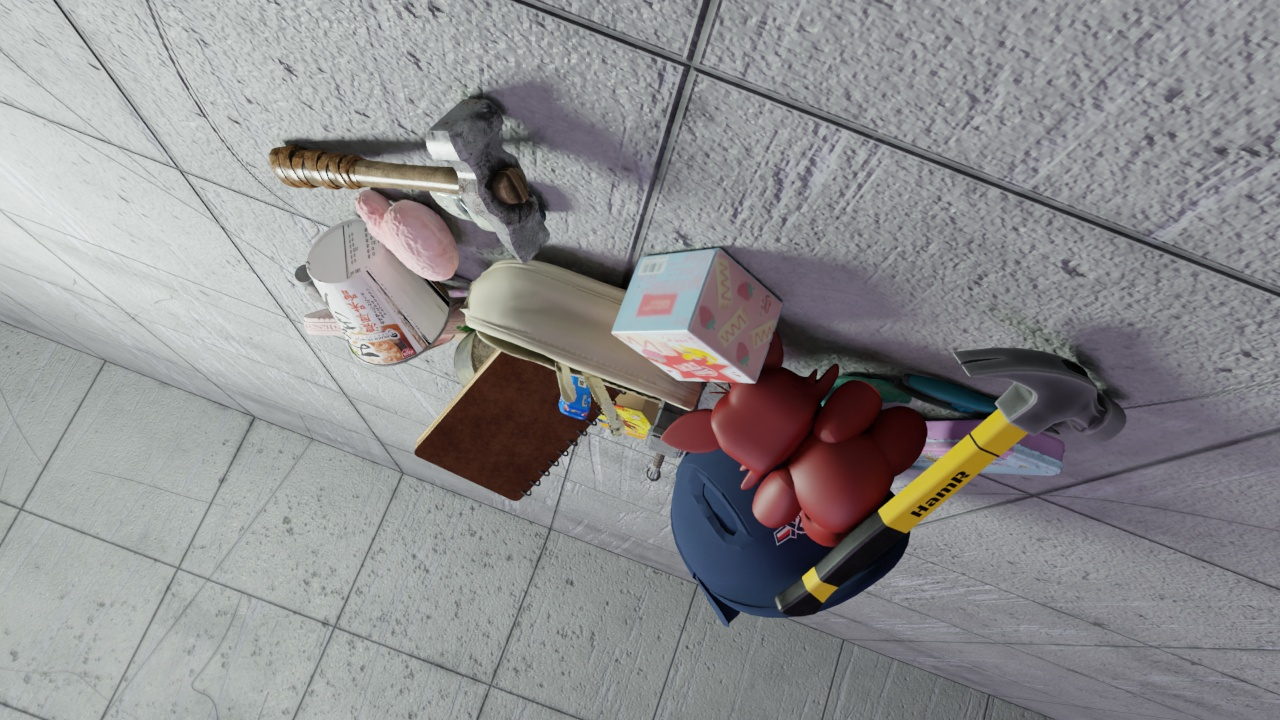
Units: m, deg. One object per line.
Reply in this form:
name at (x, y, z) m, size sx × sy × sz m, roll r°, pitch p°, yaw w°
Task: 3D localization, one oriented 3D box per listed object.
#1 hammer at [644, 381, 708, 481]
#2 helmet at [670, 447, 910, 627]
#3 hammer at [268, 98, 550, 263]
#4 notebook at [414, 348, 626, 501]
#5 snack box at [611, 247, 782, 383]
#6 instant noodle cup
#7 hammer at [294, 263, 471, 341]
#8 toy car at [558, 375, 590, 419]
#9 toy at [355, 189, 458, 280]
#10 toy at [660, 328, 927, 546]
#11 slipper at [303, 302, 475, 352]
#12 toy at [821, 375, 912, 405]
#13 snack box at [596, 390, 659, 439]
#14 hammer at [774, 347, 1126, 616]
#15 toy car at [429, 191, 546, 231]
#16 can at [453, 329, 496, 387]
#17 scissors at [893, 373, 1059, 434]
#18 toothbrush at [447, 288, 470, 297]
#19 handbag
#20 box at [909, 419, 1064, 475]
hammer at (0.030, 0.100, 1.113) m, size 0.044 × 0.098 × 0.323 m, roll 20°, pitch 158°, yaw 3°
helmet at (0.152, 0.160, 0.977) m, size 0.272 × 0.232 × 0.223 m, roll 39°, pitch 152°, yaw 52°
hammer at (-0.207, -0.150, 0.749) m, size 0.319 × 0.048 × 0.121 m, roll 13°, pitch 143°, yaw 38°
notebook at (-0.128, 0.057, 1.057) m, size 0.167 × 0.226 × 0.024 m, roll 33°, pitch -162°, yaw -36°
snack box at (0.048, -0.035, 0.770) m, size 0.093 × 0.079 × 0.094 m, roll 1°, pitch 154°, yaw 47°
instant noodle cup at (-0.281, -0.077, 0.965) m, size 0.124 × 0.123 × 0.122 m, roll 13°, pitch 152°, yaw 23°
hammer at (-0.277, -0.050, 1.185) m, size 0.331 × 0.030 × 0.119 m, roll 15°, pitch 162°, yaw 8°
toy car at (-0.058, 0.023, 0.942) m, size 0.033 × 0.091 × 0.062 m, roll 19°, pitch 137°, yaw -16°
toy at (-0.222, -0.121, 0.869) m, size 0.105 × 0.053 × 0.108 m, roll 28°, pitch 164°, yaw 14°
toy at (0.141, 0.069, 0.826) m, size 0.197 × 0.159 × 0.120 m, roll 36°, pitch -161°, yaw 4°
slipper at (-0.299, -0.030, 1.090) m, size 0.240 × 0.064 × 0.094 m, roll 2°, pitch -163°, yaw 27°
toy at (0.209, 0.041, 0.891) m, size 0.085 × 0.033 × 0.105 m, roll 16°, pitch 155°, yaw 5°
snack box at (-0.017, 0.059, 1.175) m, size 0.088 × 0.040 × 0.126 m, roll 14°, pitch 161°, yaw 21°
hammer at (0.224, 0.112, 0.748) m, size 0.169 × 0.034 × 0.325 m, roll 24°, pitch 121°, yaw -31°
toy car at (-0.131, -0.130, 0.769) m, size 0.105 × 0.033 × 0.048 m, roll 14°, pitch 163°, yaw 22°
can at (-0.169, 0.000, 1.090) m, size 0.090 × 0.089 × 0.075 m, roll 27°, pitch 161°, yaw -20°
scissors at (0.298, 0.043, 0.823) m, size 0.136 × 0.019 × 0.138 m, roll 32°, pitch 158°, yaw -37°
toothbrush at (-0.178, -0.076, 1.002) m, size 0.155 × 0.015 × 0.022 m, roll 2°, pitch 127°, yaw 42°
handbag at (-0.060, -0.005, 0.894) m, size 0.229 × 0.132 × 0.184 m, roll 24°, pitch 171°, yaw -19°
box at (0.301, 0.084, 0.880) m, size 0.076 × 0.033 × 0.214 m, roll 22°, pitch 168°, yaw -18°
